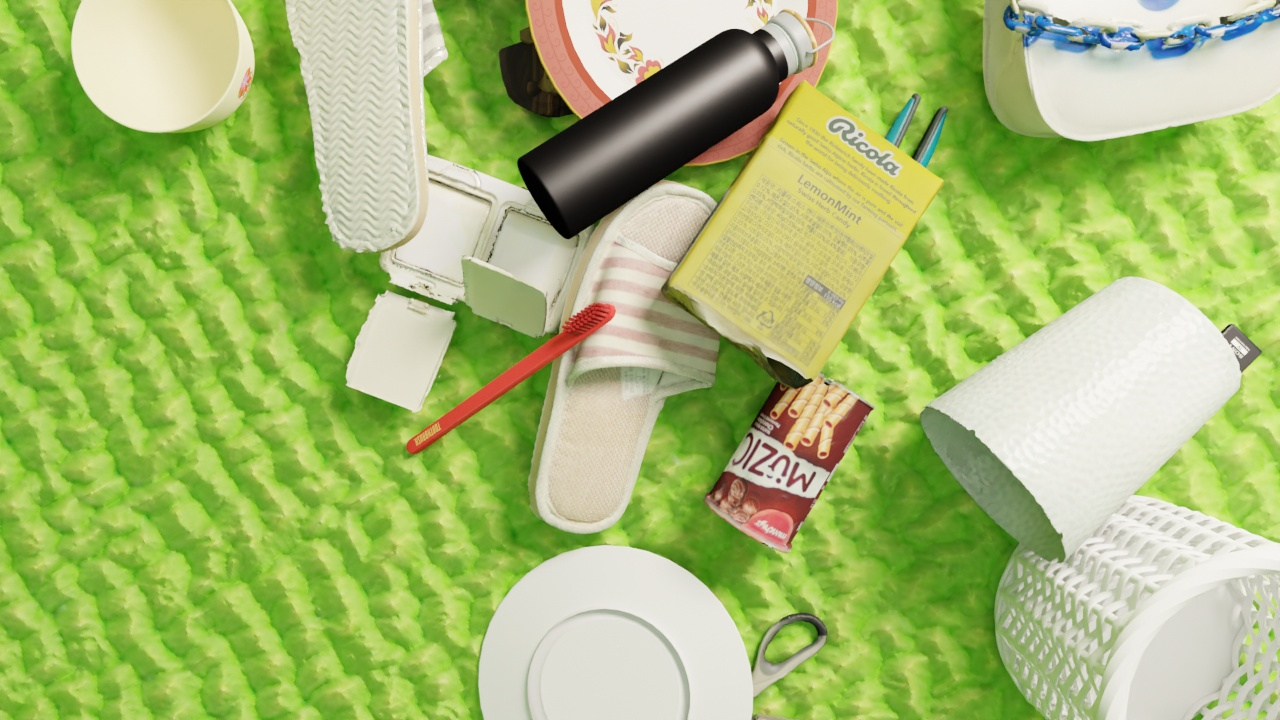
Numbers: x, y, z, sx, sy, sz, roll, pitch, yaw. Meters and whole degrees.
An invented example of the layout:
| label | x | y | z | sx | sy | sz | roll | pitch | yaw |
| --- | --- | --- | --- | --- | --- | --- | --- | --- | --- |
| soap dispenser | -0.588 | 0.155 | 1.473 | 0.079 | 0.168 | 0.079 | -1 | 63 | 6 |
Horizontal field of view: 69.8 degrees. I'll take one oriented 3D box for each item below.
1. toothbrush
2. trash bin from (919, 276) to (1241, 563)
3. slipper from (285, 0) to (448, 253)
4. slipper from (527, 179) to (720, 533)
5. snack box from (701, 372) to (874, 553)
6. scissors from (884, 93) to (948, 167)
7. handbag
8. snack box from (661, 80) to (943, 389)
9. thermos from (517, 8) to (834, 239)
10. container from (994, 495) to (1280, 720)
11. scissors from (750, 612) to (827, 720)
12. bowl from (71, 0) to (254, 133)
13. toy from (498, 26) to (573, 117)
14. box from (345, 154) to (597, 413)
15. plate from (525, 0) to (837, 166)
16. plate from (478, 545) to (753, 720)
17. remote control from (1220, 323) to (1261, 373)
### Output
| label | x | y | z | sx | sy | sz | roll | pitch | yaw |
| --- | --- | --- | --- | --- | --- | --- | --- | --- | --- |
| toothbrush | -0.100 | 0.016 | 0.641 | 0.213 | 0.017 | 0.012 | -33 | 64 | 28 |
| trash bin | 0.296 | 0.033 | 0.617 | 0.161 | 0.133 | 0.133 | -38 | 90 | -2 |
| slipper | -0.192 | -0.208 | 0.648 | 0.115 | 0.054 | 0.272 | -12 | 83 | 26 |
| slipper | -0.004 | 0.004 | 0.647 | 0.115 | 0.052 | 0.263 | 16 | 97 | -29 |
| snack box | 0.105 | 0.067 | 0.652 | 0.072 | 0.072 | 0.121 | 31 | 93 | 1 |
| scissors | 0.184 | -0.120 | 0.667 | 0.139 | 0.019 | 0.136 | -14 | 91 | 2 |
| handbag | 0.327 | -0.248 | 0.593 | 0.201 | 0.093 | 0.200 | -14 | 109 | 2 |
| snack box | 0.107 | -0.082 | 0.622 | 0.121 | 0.045 | 0.180 | 34 | 79 | -2 |
| thermos | 0.031 | -0.168 | 0.612 | 0.231 | 0.061 | 0.061 | -34 | 91 | -9 |
| container | 0.350 | 0.193 | 0.588 | 0.189 | 0.186 | 0.189 | 0 | 92 | 2 |
| scissors | 0.090 | 0.259 | 0.689 | 0.171 | 0.012 | 0.157 | 27 | 91 | 1 |
| bowl | -0.327 | -0.215 | 0.657 | 0.118 | 0.074 | 0.118 | 0 | 92 | 2 |
| toy | -0.060 | -0.225 | 0.649 | 0.076 | 0.062 | 0.100 | 4 | 111 | -15 |
| box | -0.126 | -0.044 | 0.643 | 0.143 | 0.099 | 0.184 | 19 | 93 | 1 |
| plate | 0.031 | -0.253 | 0.641 | 0.229 | 0.021 | 0.230 | -3 | 102 | -17 |
| plate | -0.022 | 0.242 | 0.675 | 0.209 | 0.015 | 0.208 | 0 | 88 | 11 |
| remote control | 0.390 | 0.033 | 0.668 | 0.030 | 0.009 | 0.140 | 44 | 94 | 0 |
